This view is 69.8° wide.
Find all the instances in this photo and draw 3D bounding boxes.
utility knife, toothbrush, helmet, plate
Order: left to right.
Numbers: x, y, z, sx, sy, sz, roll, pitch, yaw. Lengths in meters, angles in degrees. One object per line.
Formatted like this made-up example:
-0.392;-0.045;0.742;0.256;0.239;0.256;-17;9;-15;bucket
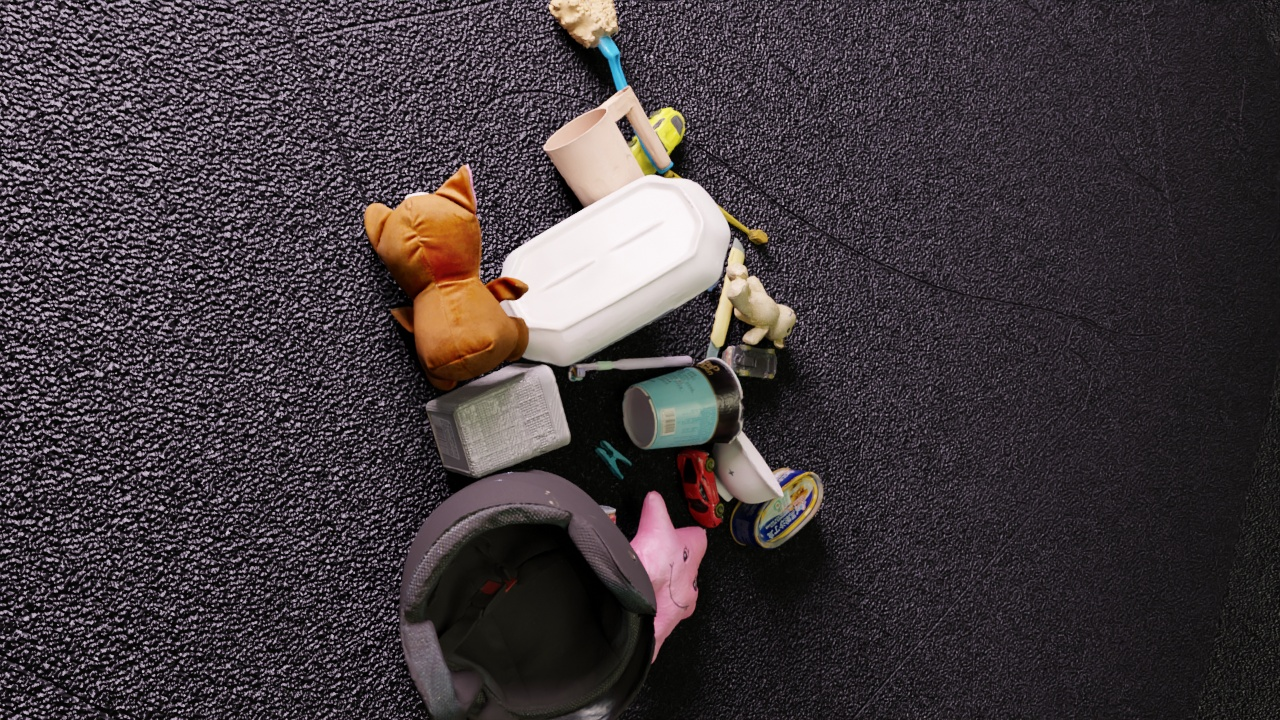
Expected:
-0.110;0.237;0.901;0.233;0.230;0.275;-28;116;-4;helmet
-0.036;-0.104;0.962;0.266;0.162;0.034;-29;154;0;plate
-0.007;0.006;1.114;0.188;0.029;0.021;-5;56;-40;toothbrush
0.102;-0.199;1.200;0.190;0.017;0.015;28;73;-36;toothbrush
0.110;-0.063;1.207;0.031;0.021;0.206;27;67;-39;utility knife

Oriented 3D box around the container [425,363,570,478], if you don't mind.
-0.150;0.064;0.954;0.114;0.090;0.090;-23;104;-34;container

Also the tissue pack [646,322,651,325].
-0.007;-0.084;1.038;0.063;0.140;0.089;46;67;-15;tissue pack

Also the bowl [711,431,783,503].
0.125;0.144;1.185;0.065;0.118;0.118;-36;119;9;bowl

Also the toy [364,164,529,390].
-0.188;-0.079;0.904;0.140;0.130;0.199;-23;95;2;toy

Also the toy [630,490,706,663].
0.030;0.246;1.109;0.178;0.075;0.195;-40;124;-47;toy

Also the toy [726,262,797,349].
0.154;-0.074;1.206;0.157;0.066;0.105;39;41;-49;toy

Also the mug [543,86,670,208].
-0.033;-0.232;1.042;0.124;0.084;0.103;-42;118;-16;mug

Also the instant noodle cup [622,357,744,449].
0.046;0.058;1.111;0.120;0.111;0.111;-10;97;-30;instant noodle cup

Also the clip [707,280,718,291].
0.079;-0.116;1.184;0.025;0.033;0.057;-49;126;-25;clip

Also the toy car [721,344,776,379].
0.148;0.002;1.230;0.090;0.035;0.042;7;88;-40;toy car

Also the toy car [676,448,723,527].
0.075;0.164;1.164;0.031;0.049;0.106;-23;105;-36;toy car

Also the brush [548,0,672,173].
-0.029;-0.334;1.064;0.083;0.046;0.255;-43;112;-39;brush

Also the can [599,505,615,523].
-0.064;0.213;1.039;0.066;0.067;0.093;6;87;-39;can

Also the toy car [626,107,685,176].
0.019;-0.266;1.123;0.048;0.032;0.105;50;63;-29;toy car

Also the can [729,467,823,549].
0.188;0.201;1.256;0.147;0.049;0.074;-31;110;-35;can

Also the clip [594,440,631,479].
-0.033;0.118;1.097;0.056;0.014;0.040;46;63;-29;clip
